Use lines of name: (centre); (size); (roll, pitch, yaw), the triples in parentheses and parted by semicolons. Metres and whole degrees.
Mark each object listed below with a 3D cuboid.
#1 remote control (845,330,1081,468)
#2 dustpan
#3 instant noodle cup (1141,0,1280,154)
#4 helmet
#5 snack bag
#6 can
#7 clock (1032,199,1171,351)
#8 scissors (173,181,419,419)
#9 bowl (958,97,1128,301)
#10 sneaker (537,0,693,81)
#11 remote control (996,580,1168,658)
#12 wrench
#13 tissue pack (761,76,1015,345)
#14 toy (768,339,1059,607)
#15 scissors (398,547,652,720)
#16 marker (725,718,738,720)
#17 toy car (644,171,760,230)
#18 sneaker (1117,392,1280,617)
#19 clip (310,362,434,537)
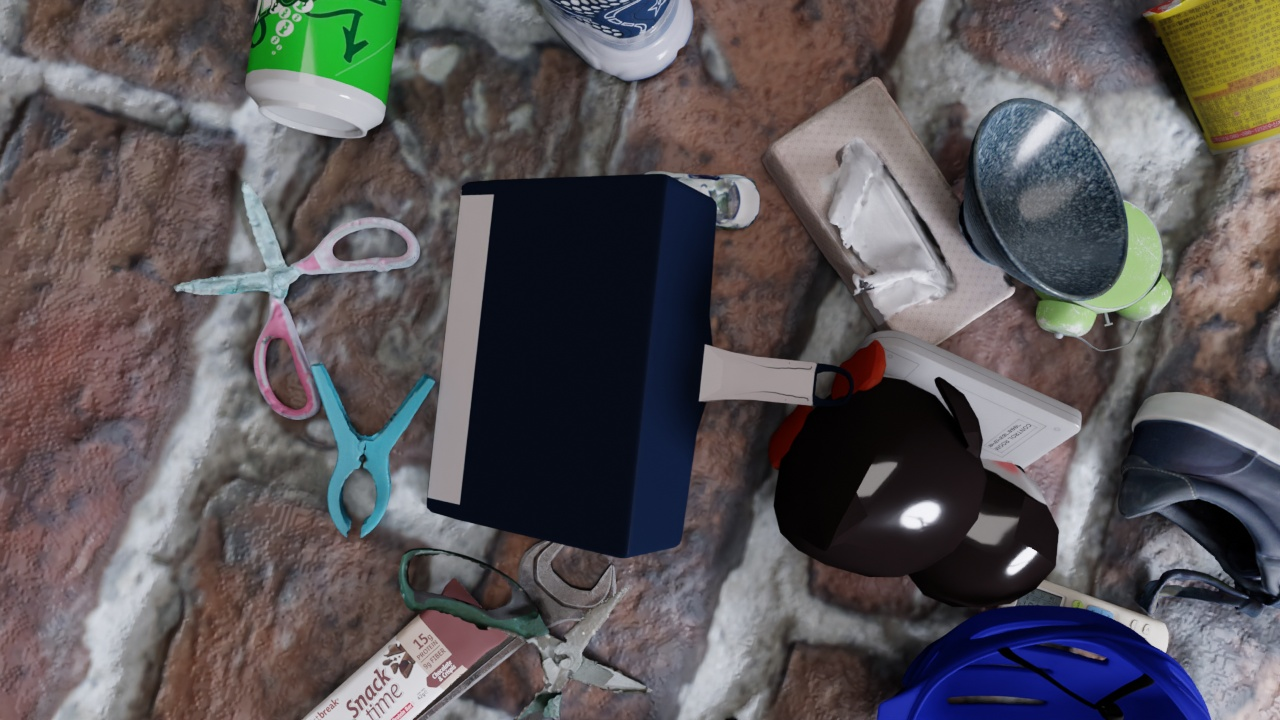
remote control: (0.214, 0.026, 0.630); (0.151, 0.074, 0.019); (24, 56, -2)
dustpan: (-0.004, 0.004, 0.606); (0.274, 0.080, 0.236); (5, 89, 33)
instant noodle cup: (0.418, -0.209, 0.633); (0.100, 0.100, 0.112); (-24, 98, -3)
helmet: (0.267, 0.244, 0.551); (0.241, 0.227, 0.148); (4, 98, -3)
snack bag: (-0.168, 0.222, 0.627); (0.158, 0.013, 0.057); (-41, 90, -2)
can: (-0.205, -0.225, 0.604); (0.088, 0.088, 0.140); (8, 89, -3)
clock: (0.320, -0.066, 0.648); (0.094, 0.042, 0.119); (-15, 91, -2)
scissors: (-0.233, -0.049, 0.639); (0.177, 0.013, 0.170); (-18, 88, -1)
bowl: (0.248, -0.096, 0.600); (0.137, 0.057, 0.137); (8, 72, -26)
sneaker: (-0.081, -0.293, 0.588); (0.269, 0.132, 0.103); (35, 90, -1)
remote control: (0.316, 0.187, 0.658); (0.125, 0.018, 0.038); (20, 88, -1)
wrench: (-0.132, 0.222, 0.641); (0.273, 0.010, 0.070); (-39, 91, -2)
tissue pack: (0.169, -0.093, 0.632); (0.104, 0.071, 0.181); (-33, 95, -3)
toy: (0.186, 0.102, 0.594); (0.184, 0.139, 0.160); (30, 130, -13)
scissors: (-0.095, 0.222, 0.625); (0.201, 0.015, 0.205); (27, 93, -15)
marker: (0.120, 0.302, 0.651); (0.152, 0.011, 0.011); (39, 88, -2)
toy car: (0.041, -0.113, 0.644); (0.090, 0.027, 0.038); (1, 87, -3)
sneaker: (0.453, 0.146, 0.623); (0.294, 0.121, 0.127); (29, 75, 1)
clip: (-0.196, 0.062, 0.627); (0.097, 0.026, 0.116); (8, 93, -10)
